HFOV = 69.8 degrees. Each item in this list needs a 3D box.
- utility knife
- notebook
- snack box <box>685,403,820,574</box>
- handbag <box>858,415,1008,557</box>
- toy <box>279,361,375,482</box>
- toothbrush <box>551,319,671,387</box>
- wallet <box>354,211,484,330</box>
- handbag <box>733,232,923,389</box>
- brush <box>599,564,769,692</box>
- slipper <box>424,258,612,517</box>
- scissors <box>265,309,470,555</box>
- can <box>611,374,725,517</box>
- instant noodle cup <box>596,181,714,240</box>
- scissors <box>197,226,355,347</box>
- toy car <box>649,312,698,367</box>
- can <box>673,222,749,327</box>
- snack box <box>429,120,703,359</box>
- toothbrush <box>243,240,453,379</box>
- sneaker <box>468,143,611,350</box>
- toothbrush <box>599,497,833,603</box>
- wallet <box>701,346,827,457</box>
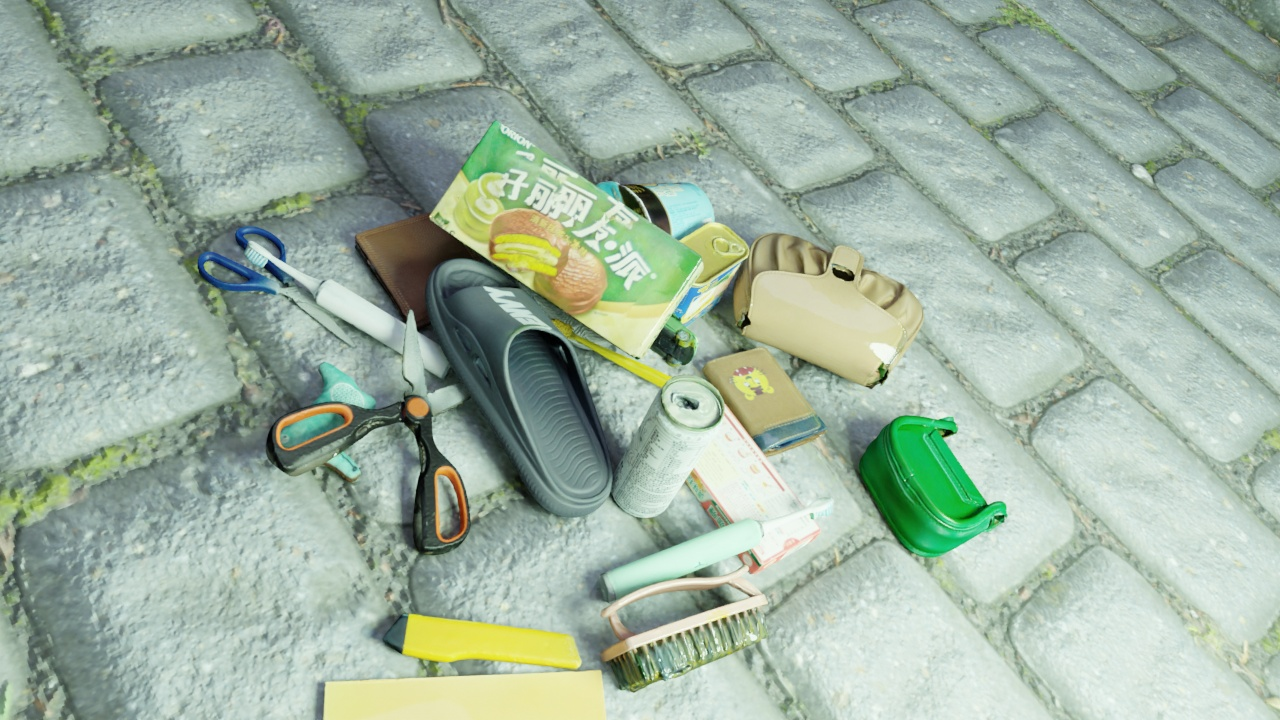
[{"bbox_3d":[-0.120,0.219,0.706,0.153,0.015,0.033,11,56,-13],"label":"utility knife"},{"bbox_3d":[-0.119,0.294,0.649,0.206,0.010,0.145,3,52,-18],"label":"notebook"},{"bbox_3d":[0.091,0.116,0.858,0.076,0.027,0.155,-21,62,-32],"label":"snack box"},{"bbox_3d":[0.290,0.118,0.903,0.120,0.068,0.131,-11,58,-29],"label":"handbag"},{"bbox_3d":[-0.262,0.057,0.775,0.096,0.030,0.091,39,55,3],"label":"toy"},{"bbox_3d":[-0.005,0.005,0.898,0.190,0.017,0.015,27,78,-10],"label":"toothbrush"},{"bbox_3d":[-0.213,-0.091,0.911,0.101,0.032,0.124,-24,64,-30],"label":"wallet"},{"bbox_3d":[0.201,-0.060,0.991,0.204,0.100,0.147,23,46,3],"label":"handbag"},{"bbox_3d":[0.041,0.210,0.740,0.145,0.063,0.073,-11,68,-28],"label":"brush"},{"bbox_3d":[-0.093,0.007,0.815,0.110,0.084,0.268,-14,68,-45],"label":"slipper"},{"bbox_3d":[-0.203,0.059,0.778,0.220,0.022,0.234,-5,65,-34],"label":"scissors"},{"bbox_3d":[0.021,0.076,0.783,0.058,0.147,0.058,11,50,-13],"label":"can"},{"bbox_3d":[0.014,-0.147,0.996,0.120,0.111,0.111,-22,63,-42],"label":"instant noodle cup"},{"bbox_3d":[-0.327,-0.073,0.865,0.171,0.012,0.140,10,50,-17],"label":"scissors"},{"bbox_3d":[0.020,-0.032,0.939,0.091,0.043,0.036,37,49,10],"label":"toy car"},{"bbox_3d":[0.057,-0.086,0.969,0.057,0.083,0.101,43,51,15],"label":"can"},{"bbox_3d":[-0.068,-0.111,0.867,0.240,0.063,0.114,35,90,4],"label":"snack box"},{"bbox_3d":[-0.268,-0.049,0.847,0.221,0.026,0.026,31,92,0],"label":"toothbrush"},{"bbox_3d":[-0.097,-0.114,0.947,0.089,0.091,0.242,-31,85,0],"label":"sneaker"},{"bbox_3d":[0.070,0.158,0.790,0.224,0.027,0.026,-18,33,-17],"label":"toothbrush"},{"bbox_3d":[0.126,0.040,0.931,0.090,0.033,0.115,-15,56,-30],"label":"wallet"}]
